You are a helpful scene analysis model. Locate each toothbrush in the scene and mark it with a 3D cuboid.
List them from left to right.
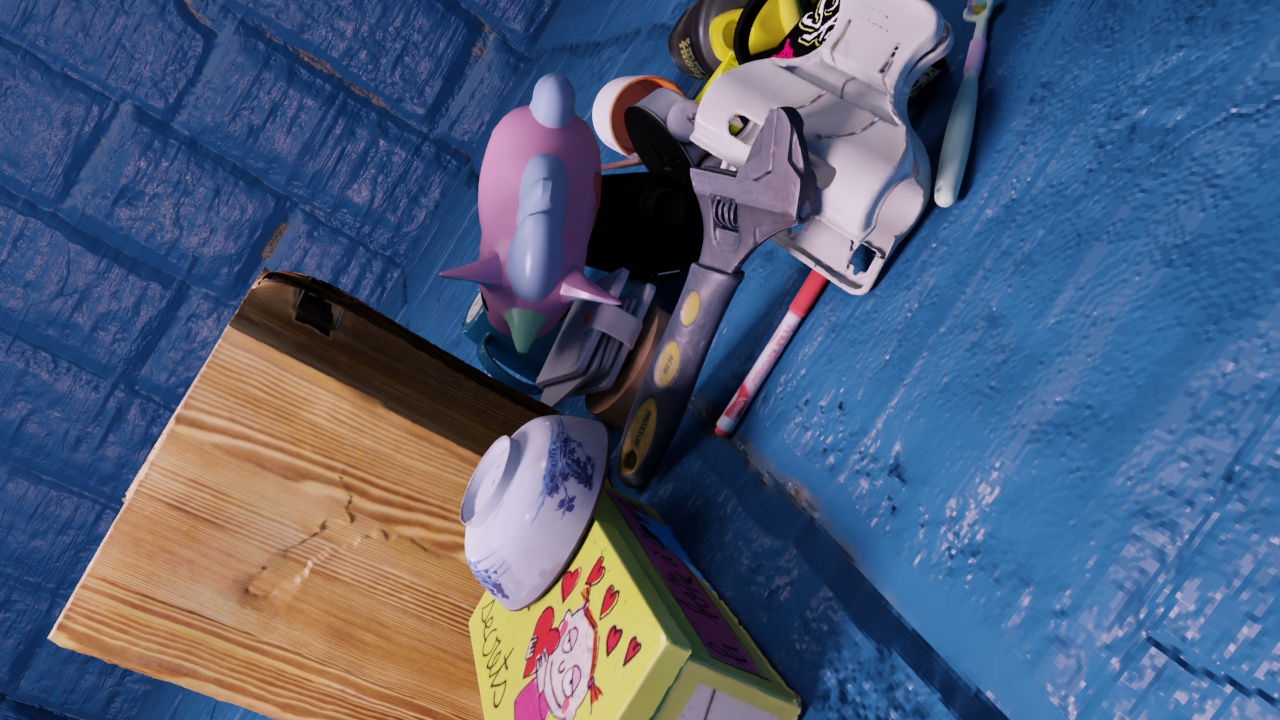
[{"bbox_3d":[0.174,-0.143,0.492,0.022,0.015,0.154,-29,36,56],"label":"toothbrush"}]

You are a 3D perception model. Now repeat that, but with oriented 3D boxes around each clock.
[{"bbox_3d":[0.034,-0.174,0.743,0.035,0.094,0.123,-39,26,-11],"label":"clock"}]

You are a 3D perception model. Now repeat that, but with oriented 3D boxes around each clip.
[{"bbox_3d":[0.094,-0.124,0.478,0.126,0.101,0.152,40,125,30],"label":"clip"}]

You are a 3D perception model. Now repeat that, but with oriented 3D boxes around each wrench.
[{"bbox_3d":[0.033,-0.022,0.529,0.073,0.022,0.274,45,133,28],"label":"wrench"}]

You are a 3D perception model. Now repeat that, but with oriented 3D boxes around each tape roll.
[{"bbox_3d":[-0.004,0.004,0.685,0.094,0.027,0.093,-48,24,29],"label":"tape roll"}]

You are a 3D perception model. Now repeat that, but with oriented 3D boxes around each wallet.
[{"bbox_3d":[-0.042,-0.005,0.691,0.119,0.037,0.115,-15,48,66],"label":"wallet"}]

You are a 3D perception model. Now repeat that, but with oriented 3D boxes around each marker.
[{"bbox_3d":[0.083,-0.016,0.536,0.142,0.013,0.013,-58,21,5],"label":"marker"}]

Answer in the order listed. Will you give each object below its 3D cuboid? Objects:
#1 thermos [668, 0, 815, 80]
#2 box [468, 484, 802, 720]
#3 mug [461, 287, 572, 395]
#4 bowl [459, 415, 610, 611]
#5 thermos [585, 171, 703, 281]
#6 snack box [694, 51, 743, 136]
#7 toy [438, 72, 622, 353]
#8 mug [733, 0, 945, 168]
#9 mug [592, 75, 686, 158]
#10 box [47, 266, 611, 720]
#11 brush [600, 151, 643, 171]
[{"bbox_3d":[0.080,-0.283,0.795,0.098,0.098,0.220,-57,15,8],"label":"thermos"},{"bbox_3d":[-0.021,0.148,0.467,0.124,0.079,0.221,-58,22,5],"label":"box"},{"bbox_3d":[-0.110,-0.020,0.849,0.085,0.104,0.112,-42,27,38],"label":"mug"},{"bbox_3d":[-0.067,0.074,0.504,0.114,0.045,0.114,-49,23,28],"label":"bowl"},{"bbox_3d":[-0.008,-0.113,0.766,0.086,0.086,0.199,-60,21,-1],"label":"thermos"},{"bbox_3d":[0.063,-0.201,0.741,0.029,0.040,0.148,-62,8,-8],"label":"snack box"},{"bbox_3d":[-0.074,-0.116,0.672,0.171,0.120,0.222,-173,91,-80],"label":"toy"},{"bbox_3d":[0.109,-0.185,0.563,0.098,0.118,0.081,-45,-14,33],"label":"mug"},{"bbox_3d":[-0.001,-0.248,0.933,0.082,0.082,0.105,-57,20,8],"label":"mug"},{"bbox_3d":[-0.192,0.097,0.640,0.251,0.279,0.192,-56,20,10],"label":"box"},{"bbox_3d":[-0.018,-0.186,0.851,0.050,0.135,0.015,7,110,66],"label":"brush"}]
